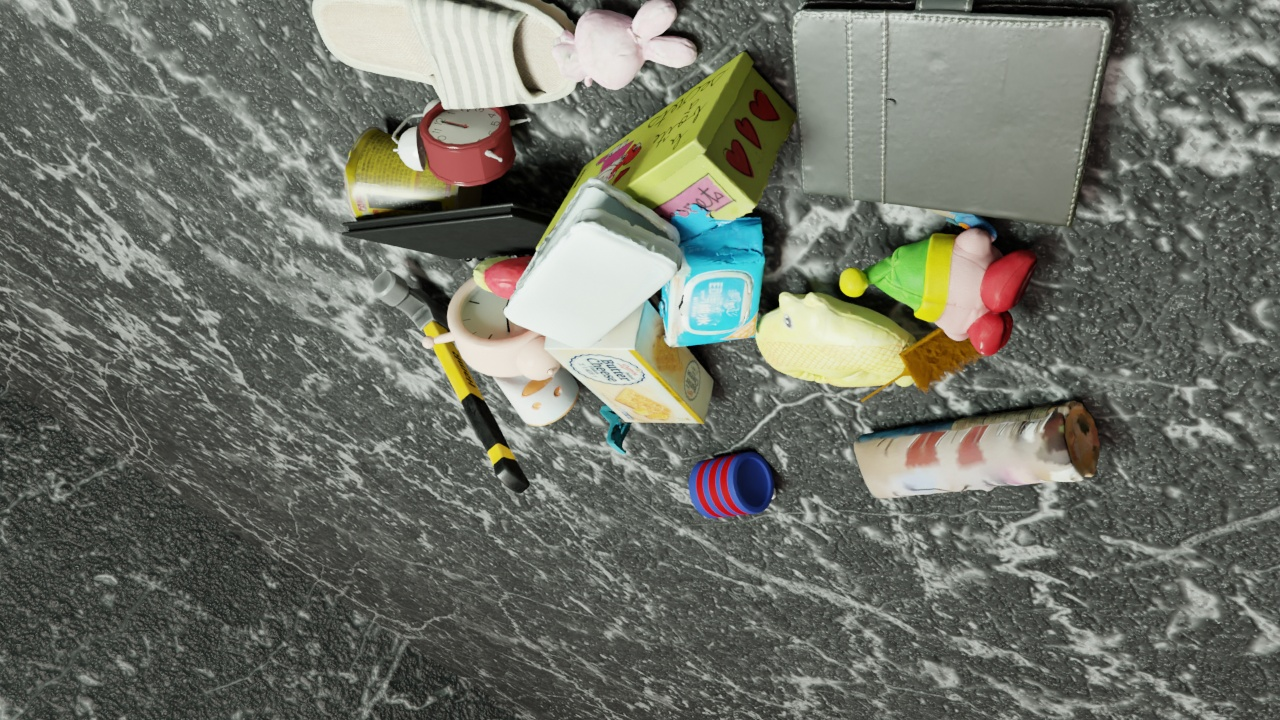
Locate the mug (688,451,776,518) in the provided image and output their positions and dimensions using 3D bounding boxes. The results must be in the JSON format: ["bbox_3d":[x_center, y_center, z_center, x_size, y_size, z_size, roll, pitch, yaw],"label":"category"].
[{"bbox_3d":[0.127,0.160,1.148,0.111,0.074,0.076,19,156,-37],"label":"mug"}]

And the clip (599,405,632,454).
[{"bbox_3d":[-0.010,0.065,1.130,0.033,0.120,0.119,40,112,-18],"label":"clip"}]

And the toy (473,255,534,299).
[{"bbox_3d":[-0.116,-0.084,0.949,0.135,0.091,0.045,13,110,38],"label":"toy"}]

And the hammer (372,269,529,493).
[{"bbox_3d":[-0.200,0.030,1.058,0.170,0.034,0.324,41,-170,-51],"label":"hammer"}]

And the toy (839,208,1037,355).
[{"bbox_3d":[0.242,-0.069,0.747,0.131,0.096,0.124,33,145,29],"label":"toy"}]

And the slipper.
[{"bbox_3d":[-0.177,-0.276,0.804,0.273,0.053,0.114,14,148,22],"label":"slipper"}]

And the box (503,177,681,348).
[{"bbox_3d":[-0.048,-0.065,0.775,0.118,0.063,0.214,32,146,-14],"label":"box"}]

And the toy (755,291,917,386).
[{"bbox_3d":[0.182,-0.016,0.881,0.171,0.064,0.155,3,151,43],"label":"toy"}]

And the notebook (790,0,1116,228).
[{"bbox_3d":[0.214,-0.180,0.662,0.209,0.029,0.170,10,137,22],"label":"notebook"}]

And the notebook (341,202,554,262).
[{"bbox_3d":[-0.158,-0.126,0.926,0.232,0.019,0.169,1,177,35],"label":"notebook"}]

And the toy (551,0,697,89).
[{"bbox_3d":[-0.013,-0.250,0.725,0.110,0.047,0.063,-4,139,23],"label":"toy"}]

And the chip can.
[{"bbox_3d":[0.322,0.093,0.906,0.230,0.079,0.080,-16,126,46],"label":"chip can"}]

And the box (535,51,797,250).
[{"bbox_3d":[0.018,-0.149,0.769,0.079,0.124,0.222,39,147,-19],"label":"box"}]

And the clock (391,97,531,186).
[{"bbox_3d":[-0.170,-0.207,0.855,0.124,0.086,0.044,15,143,14],"label":"clock"}]

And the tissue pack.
[{"bbox_3d":[0.065,-0.070,0.861,0.093,0.061,0.145,-7,139,-4],"label":"tissue pack"}]

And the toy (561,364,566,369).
[{"bbox_3d":[-0.070,-0.019,1.072,0.102,0.041,0.055,-15,106,55],"label":"toy"}]

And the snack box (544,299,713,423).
[{"bbox_3d":[-0.006,0.006,0.980,0.104,0.057,0.208,1,156,25],"label":"snack box"}]

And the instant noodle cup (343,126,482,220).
[{"bbox_3d":[-0.224,-0.180,0.934,0.112,0.100,0.100,9,143,9],"label":"instant noodle cup"}]

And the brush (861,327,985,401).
[{"bbox_3d":[0.258,0.002,0.817,0.126,0.017,0.048,-34,121,8],"label":"brush"}]

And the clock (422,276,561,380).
[{"bbox_3d":[-0.138,-0.038,1.012,0.161,0.130,0.086,10,142,26],"label":"clock"}]

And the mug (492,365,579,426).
[{"bbox_3d":[-0.134,0.017,1.126,0.082,0.082,0.105,1,137,35],"label":"mug"}]
